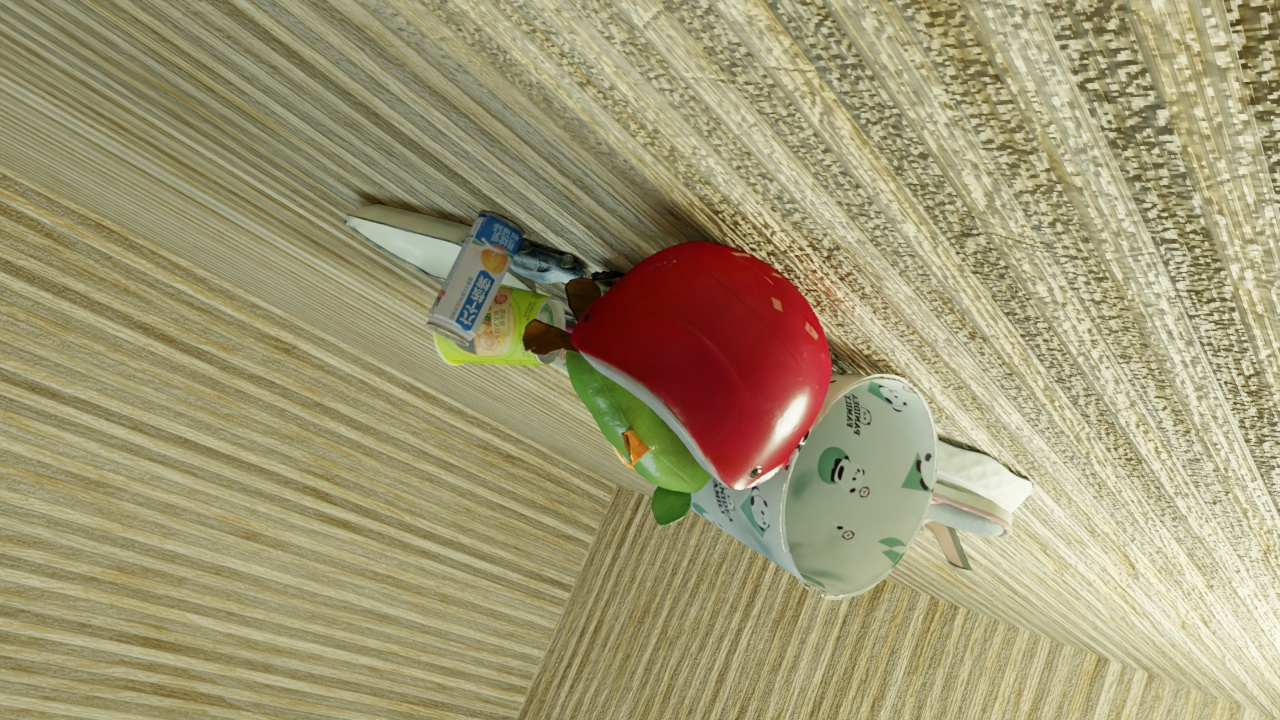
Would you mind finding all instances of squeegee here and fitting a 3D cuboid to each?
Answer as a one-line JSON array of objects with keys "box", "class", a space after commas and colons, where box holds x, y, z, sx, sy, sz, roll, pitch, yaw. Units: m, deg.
[{"box": [0.317, 0.166, 1.242, 0.249, 0.040, 0.247, 38, -163, -1], "class": "squeegee"}]

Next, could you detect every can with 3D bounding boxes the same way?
[{"box": [-0.173, -0.085, 0.960, 0.053, 0.134, 0.053, 23, 169, 5], "class": "can"}]

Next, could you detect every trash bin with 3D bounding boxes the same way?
[{"box": [0.148, 0.101, 0.994, 0.229, 0.229, 0.252, 32, 172, -37], "class": "trash bin"}]

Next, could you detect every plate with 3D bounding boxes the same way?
[{"box": [-0.238, -0.136, 1.109, 0.266, 0.034, 0.162, 16, 167, 31], "class": "plate"}, {"box": [0.370, 0.140, 1.132, 0.205, 0.045, 0.205, 23, 169, 5], "class": "plate"}]

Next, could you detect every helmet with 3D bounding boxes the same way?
[{"box": [0.074, -0.017, 0.763, 0.207, 0.144, 0.239, 42, -164, 8], "class": "helmet"}]

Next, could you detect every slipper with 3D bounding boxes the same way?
[{"box": [0.306, 0.170, 1.113, 0.274, 0.054, 0.114, 17, 159, 17], "class": "slipper"}]

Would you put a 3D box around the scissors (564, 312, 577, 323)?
[{"box": [-0.076, -0.049, 1.162, 0.160, 0.014, 0.178, 5, 171, 39], "class": "scissors"}]

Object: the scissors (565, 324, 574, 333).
[{"box": [-0.118, -0.046, 1.182, 0.133, 0.017, 0.118, 20, 178, 2], "class": "scissors"}]

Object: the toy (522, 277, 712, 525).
[{"box": [-0.006, 0.034, 0.880, 0.247, 0.090, 0.226, 52, -158, -14], "class": "toy"}]

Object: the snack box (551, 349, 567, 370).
[{"box": [-0.116, -0.015, 1.313, 0.182, 0.046, 0.178, 25, 179, -3], "class": "snack box"}]

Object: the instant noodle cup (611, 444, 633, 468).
[{"box": [0.044, 0.087, 1.307, 0.112, 0.151, 0.151, 4, 158, 39], "class": "instant noodle cup"}]

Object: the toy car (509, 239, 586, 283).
[{"box": [-0.103, -0.103, 0.998, 0.091, 0.034, 0.043, 19, 164, 17], "class": "toy car"}]

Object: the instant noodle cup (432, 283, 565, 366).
[{"box": [-0.156, -0.041, 1.053, 0.123, 0.111, 0.111, 8, 163, 22], "class": "instant noodle cup"}]

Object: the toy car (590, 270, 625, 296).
[{"box": [0.014, -0.054, 0.972, 0.158, 0.042, 0.070, 28, 169, -31], "class": "toy car"}]
